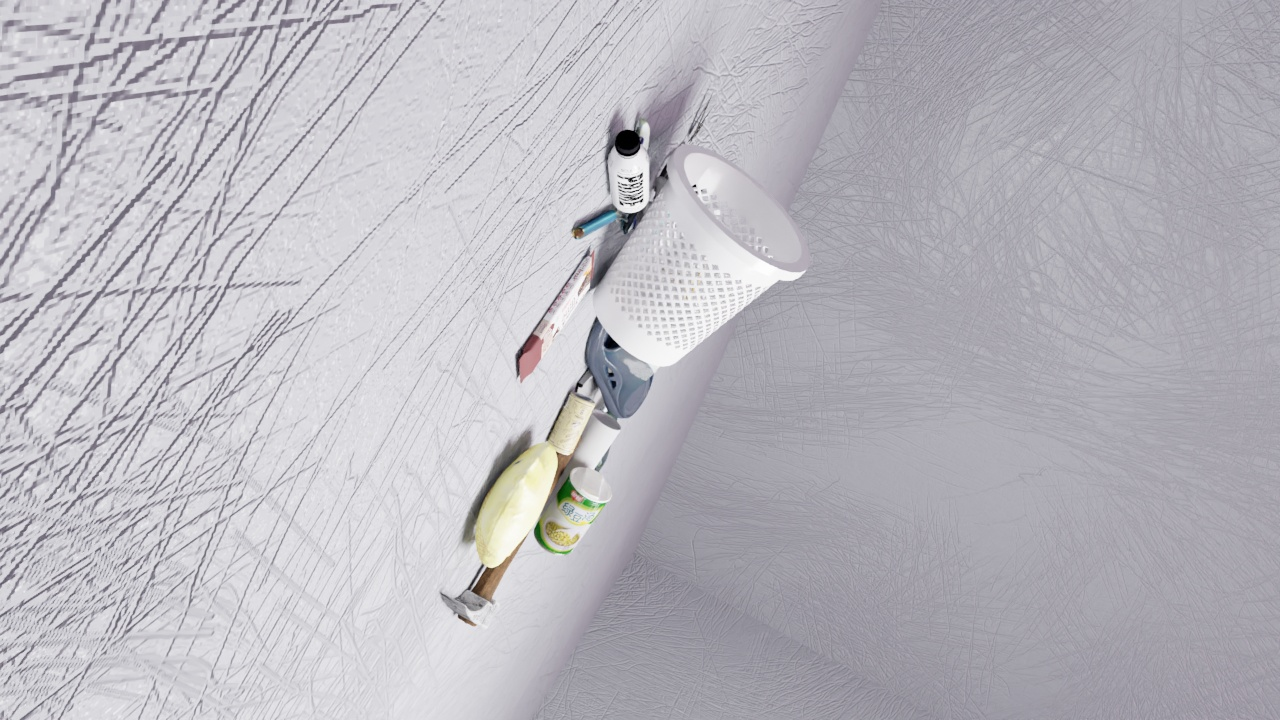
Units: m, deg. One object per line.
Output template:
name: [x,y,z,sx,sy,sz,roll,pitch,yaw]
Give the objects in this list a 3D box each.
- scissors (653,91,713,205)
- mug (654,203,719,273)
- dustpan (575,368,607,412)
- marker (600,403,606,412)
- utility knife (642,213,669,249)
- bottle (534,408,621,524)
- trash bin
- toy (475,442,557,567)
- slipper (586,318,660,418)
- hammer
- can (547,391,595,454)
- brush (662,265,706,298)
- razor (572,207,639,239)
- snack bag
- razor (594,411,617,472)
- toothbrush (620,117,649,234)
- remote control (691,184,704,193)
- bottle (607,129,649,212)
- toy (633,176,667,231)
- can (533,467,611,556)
scissors: [0.054,-0.262,1.180,0.165,0.012,0.158,-52,168,-51]
mug: [0.073,-0.178,1.306,0.110,0.074,0.090,-48,173,8]
dustpan: [-0.034,0.012,1.400,0.256,0.033,0.164,-56,168,-41]
marker: [-0.032,0.036,1.384,0.152,0.011,0.011,-58,172,9]
utility knife: [0.042,-0.202,1.211,0.178,0.015,0.022,-52,180,-24]
bottle: [-0.103,0.164,1.357,0.195,0.052,0.052,-56,173,15]
trash bin: [0.055,-0.107,1.061,0.200,0.195,0.195,-47,-179,31]
toy: [-0.146,0.167,1.108,0.155,0.064,0.170,105,11,-51]
slipper: [-0.008,0.008,1.278,0.110,0.083,0.268,-51,155,-25]
hammer: [-0.163,0.211,1.230,0.300,0.037,0.218,-61,171,-19]
can: [-0.095,0.086,1.249,0.079,0.038,0.038,-64,171,7]
brush: [0.071,-0.153,1.452,0.043,0.059,0.196,-38,152,-51]
razor: [-0.038,-0.147,0.970,0.042,0.022,0.143,-60,169,26]
snack bag: [-0.088,-0.047,0.986,0.157,0.013,0.057,-59,172,-27]
razor: [-0.070,0.117,1.472,0.151,0.054,0.067,-67,155,-13]
toothbrush: [-0.007,-0.198,1.010,0.017,0.016,0.189,-48,166,-25]
remote control: [0.084,-0.258,1.364,0.149,0.013,0.034,-55,168,-45]
bottle: [-0.012,-0.191,0.919,0.041,0.041,0.116,-61,171,-15]
toy: [0.011,-0.180,1.120,0.049,0.030,0.112,-43,170,-18]
can: [-0.098,0.216,1.315,0.121,0.067,0.067,-56,175,25]
